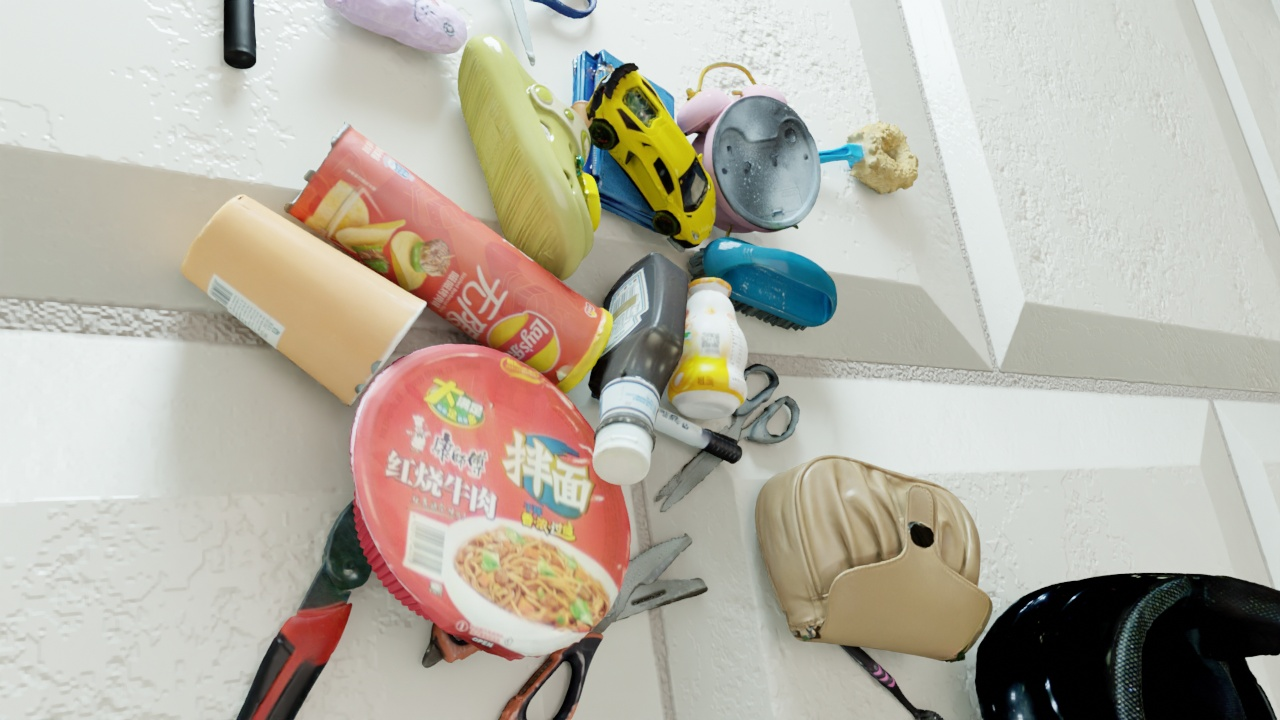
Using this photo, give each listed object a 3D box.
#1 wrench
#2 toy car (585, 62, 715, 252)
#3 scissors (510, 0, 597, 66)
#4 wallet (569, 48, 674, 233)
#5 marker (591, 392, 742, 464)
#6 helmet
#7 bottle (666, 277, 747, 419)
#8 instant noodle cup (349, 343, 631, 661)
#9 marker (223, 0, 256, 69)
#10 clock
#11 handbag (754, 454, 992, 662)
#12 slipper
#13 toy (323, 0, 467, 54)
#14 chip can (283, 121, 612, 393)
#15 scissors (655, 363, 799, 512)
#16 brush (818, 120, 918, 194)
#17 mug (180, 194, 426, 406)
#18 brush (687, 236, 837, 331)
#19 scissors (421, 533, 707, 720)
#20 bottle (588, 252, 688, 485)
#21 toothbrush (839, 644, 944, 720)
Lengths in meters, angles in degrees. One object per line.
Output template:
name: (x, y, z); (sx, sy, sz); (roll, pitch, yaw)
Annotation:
wrench: (-0.189, 0.176, 0.499); (0.056, 0.016, 0.272); (38, 53, -18)
toy car: (0.016, -0.159, 0.724); (0.156, 0.041, 0.071); (54, 47, -22)
scissors: (-0.099, -0.308, 0.754); (0.162, 0.012, 0.172); (1, 64, -41)
wallet: (-0.013, -0.180, 0.758); (0.106, 0.040, 0.133); (18, 63, -39)
marker: (0.021, 0.047, 0.698); (0.130, 0.018, 0.022); (27, 34, -19)
helmet: (0.421, 0.299, 0.759); (0.274, 0.231, 0.232); (47, 60, -24)
bottle: (0.053, -0.010, 0.720); (0.063, 0.063, 0.108); (18, 62, -30)
instant noodle cup: (-0.098, 0.088, 0.550); (0.193, 0.066, 0.193); (31, 40, -30)
marker: (-0.270, -0.255, 0.613); (0.022, 0.020, 0.132); (-3, 72, -20)
clock: (0.091, -0.185, 0.804); (0.117, 0.060, 0.158); (-16, 95, -30)
handbag: (0.193, 0.155, 0.731); (0.204, 0.100, 0.147); (16, 58, -28)
slipper: (-0.071, -0.153, 0.666); (0.081, 0.092, 0.190); (-18, 78, -26)
toy: (-0.177, -0.258, 0.669); (0.108, 0.039, 0.083); (13, 43, -30)
chip can: (-0.122, -0.063, 0.610); (0.216, 0.073, 0.073); (36, 54, -18)
scissors: (0.064, 0.057, 0.737); (0.174, 0.014, 0.136); (4, 71, -32)
brush: (0.189, -0.202, 0.919); (0.254, 0.046, 0.083); (-11, 82, -35)
mug: (-0.200, -0.038, 0.543); (0.122, 0.078, 0.078); (36, 54, -13)
brush: (0.114, -0.067, 0.782); (0.143, 0.074, 0.055); (19, 66, -30)
scissors: (-0.039, 0.179, 0.609); (0.195, 0.015, 0.215); (32, 55, -22)
bottle: (-0.004, 0.004, 0.632); (0.044, 0.080, 0.194); (34, 35, -20)
toothbrush: (0.190, 0.249, 0.746); (0.189, 0.018, 0.014); (44, 50, -12)
